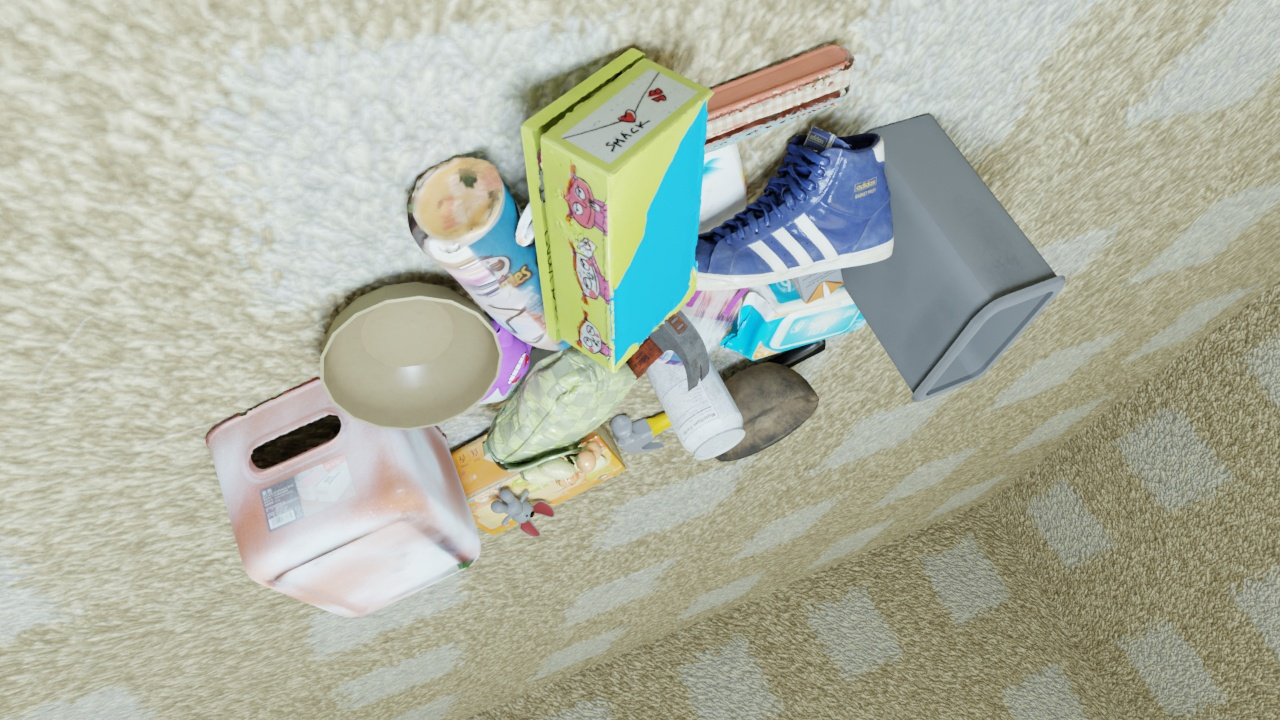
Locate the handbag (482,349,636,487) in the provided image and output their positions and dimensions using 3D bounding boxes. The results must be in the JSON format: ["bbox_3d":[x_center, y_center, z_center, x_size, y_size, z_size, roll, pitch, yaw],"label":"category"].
[{"bbox_3d":[-0.076,0.067,0.948,0.113,0.117,0.187,-13,157,-41],"label":"handbag"}]

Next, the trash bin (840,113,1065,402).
[{"bbox_3d":[0.289,-0.101,0.932,0.097,0.219,0.192,-19,154,-17],"label":"trash bin"}]

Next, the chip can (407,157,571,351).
[{"bbox_3d":[-0.110,-0.076,0.763,0.080,0.079,0.229,-28,155,3],"label":"chip can"}]

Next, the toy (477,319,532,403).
[{"bbox_3d":[-0.141,-0.003,0.895,0.088,0.056,0.106,24,96,-57],"label":"toy"}]

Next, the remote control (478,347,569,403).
[{"bbox_3d":[-0.126,0.015,0.977,0.114,0.028,0.060,-17,156,-27],"label":"remote control"}]

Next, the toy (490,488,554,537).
[{"bbox_3d":[-0.141,0.178,1.084,0.049,0.030,0.111,-54,150,-7],"label":"toy"}]

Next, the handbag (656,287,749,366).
[{"bbox_3d":[0.075,-0.074,0.976,0.144,0.068,0.170,8,132,-50],"label":"handbag"}]

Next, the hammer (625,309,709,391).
[{"bbox_3d":[-0.006,0.006,0.975,0.028,0.111,0.301,-42,179,-22],"label":"hammer"}]

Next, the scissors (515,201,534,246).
[{"bbox_3d":[-0.058,-0.127,0.713,0.129,0.011,0.126,-52,163,-33],"label":"scissors"}]

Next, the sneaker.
[{"bbox_3d":[0.120,-0.141,0.822,0.233,0.091,0.118,-8,117,-8],"label":"sneaker"}]

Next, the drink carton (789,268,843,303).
[{"bbox_3d":[0.171,-0.120,0.959,0.048,0.076,0.125,-29,151,4],"label":"drink carton"}]

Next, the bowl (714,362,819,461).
[{"bbox_3d":[0.155,0.065,1.245,0.162,0.070,0.162,-24,155,-12],"label":"bowl"}]

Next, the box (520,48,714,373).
[{"bbox_3d":[-0.015,-0.104,0.701,0.124,0.082,0.221,-45,157,-26],"label":"box"}]

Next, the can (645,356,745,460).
[{"bbox_3d":[0.064,0.044,1.094,0.078,0.136,0.078,-22,155,-11],"label":"can"}]

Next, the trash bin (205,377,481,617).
[{"bbox_3d":[-0.283,0.145,0.926,0.181,0.157,0.260,-24,156,-5],"label":"trash bin"}]

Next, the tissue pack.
[{"bbox_3d":[0.199,-0.067,1.101,0.209,0.066,0.117,-15,153,-19],"label":"tissue pack"}]

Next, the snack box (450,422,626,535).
[{"bbox_3d":[-0.133,0.124,1.121,0.195,0.080,0.145,-26,154,2],"label":"snack box"}]

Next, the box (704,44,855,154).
[{"bbox_3d":[0.086,-0.208,0.735,0.186,0.060,0.058,-23,-166,-9],"label":"box"}]

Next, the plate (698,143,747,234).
[{"bbox_3d":[0.014,-0.132,0.843,0.187,0.016,0.187,-28,156,3],"label":"plate"}]

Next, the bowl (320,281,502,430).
[{"bbox_3d":[-0.200,-0.011,0.798,0.152,0.050,0.153,-11,135,-12],"label":"bowl"}]

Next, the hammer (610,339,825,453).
[{"bbox_3d":[0.113,0.045,1.280,0.323,0.029,0.127,-26,156,-4],"label":"hammer"}]
